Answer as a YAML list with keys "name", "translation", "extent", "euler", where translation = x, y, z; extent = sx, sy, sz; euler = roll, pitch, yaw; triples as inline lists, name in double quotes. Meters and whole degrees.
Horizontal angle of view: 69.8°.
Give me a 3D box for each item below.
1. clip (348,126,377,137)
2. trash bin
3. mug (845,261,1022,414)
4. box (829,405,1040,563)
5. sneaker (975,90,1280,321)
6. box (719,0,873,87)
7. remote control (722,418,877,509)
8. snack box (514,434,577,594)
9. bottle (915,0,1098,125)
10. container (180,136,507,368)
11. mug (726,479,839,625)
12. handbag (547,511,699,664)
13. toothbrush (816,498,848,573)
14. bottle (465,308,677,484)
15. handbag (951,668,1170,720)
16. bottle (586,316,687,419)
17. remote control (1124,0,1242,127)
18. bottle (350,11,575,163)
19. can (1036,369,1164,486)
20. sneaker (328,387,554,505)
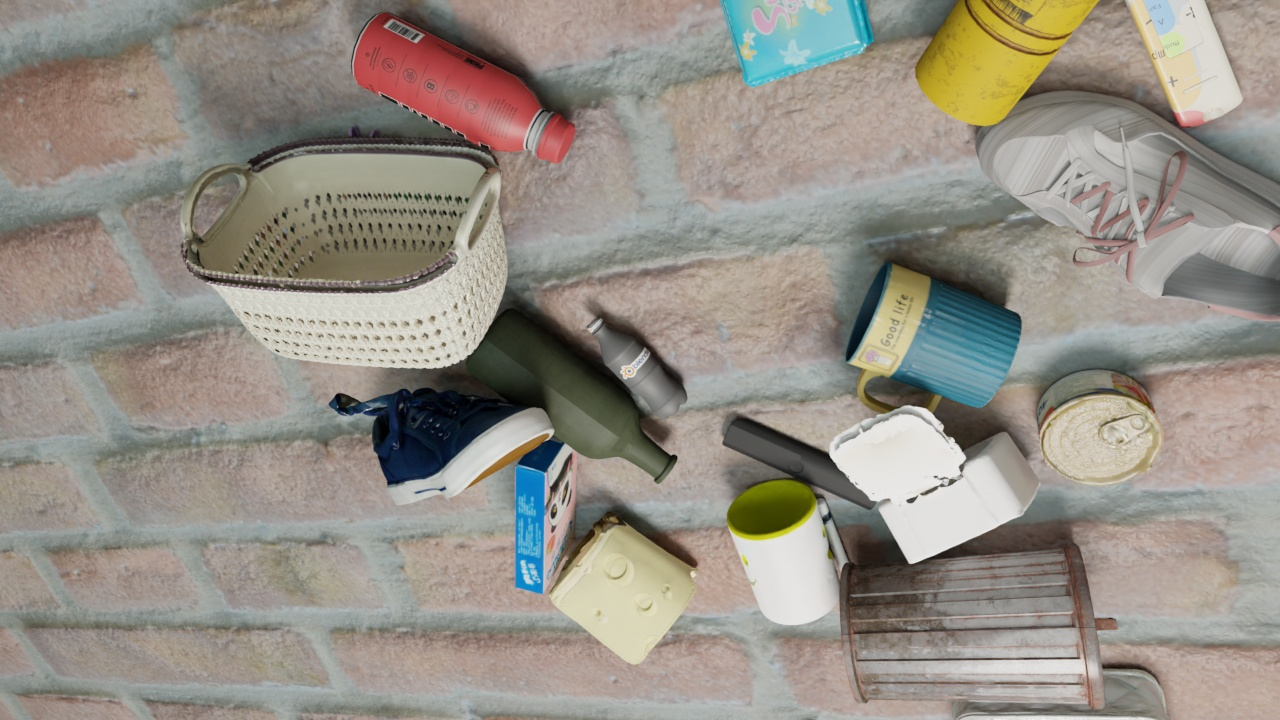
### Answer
- name: "clip"
  translation: [-0.241, -0.180, 0.807]
  extent: [0.033, 0.013, 0.051]
  euler: [11, 124, 14]
- name: "trash bin"
  translation: [0.288, 0.228, 0.784]
  extent: [0.211, 0.130, 0.131]
  euler: [-8, 116, 21]
- name: "mug"
  translation: [0.217, -0.006, 0.706]
  extent: [0.107, 0.083, 0.114]
  euler: [20, 115, 3]
- name: "box"
  translation: [0.232, 0.100, 0.720]
  extent: [0.112, 0.188, 0.101]
  euler: [-37, 58, 30]
- name: "sneaker"
  translation: [0.334, -0.095, 0.604]
  extent: [0.236, 0.089, 0.099]
  euler: [24, 133, 4]
- name: "box"
  translation: [0.082, -0.306, 0.609]
  extent: [0.094, 0.039, 0.227]
  euler: [-11, 113, 26]
- name: "remote control"
  translation: [0.146, 0.093, 0.828]
  extent: [0.147, 0.015, 0.033]
  euler: [24, 124, 5]
- name: "snack box"
  translation: [-0.092, 0.142, 0.895]
  extent: [0.033, 0.087, 0.154]
  euler: [13, 122, 13]
- name: "bottle"
  translation: [0.237, -0.225, 0.549]
  extent: [0.071, 0.070, 0.164]
  euler: [29, 144, 1]
- name: "container"
  translation: [-0.228, -0.089, 0.757]
  extent: [0.252, 0.184, 0.143]
  euler: [4, 140, 13]
- name: "mug"
  translation: [0.132, 0.175, 0.841]
  extent: [0.083, 0.082, 0.106]
  euler: [-9, 116, 23]
- name: "handbag"
  translation: [-0.019, 0.224, 0.922]
  extent: [0.119, 0.081, 0.111]
  euler: [37, 111, -1]
- name: "toothbrush"
  translation: [0.202, 0.207, 0.877]
  extent: [0.017, 0.012, 0.187]
  euler: [-19, 112, 13]
- name: "bottle"
  translation: [-0.057, 0.039, 0.834]
  extent: [0.207, 0.071, 0.072]
  euler: [37, 124, -4]
- name: "handbag"
  translation: [0.397, 0.365, 0.864]
  extent: [0.195, 0.072, 0.139]
  euler: [-11, 115, 24]
- name: "bottle"
  translation: [-0.005, 0.005, 0.816]
  extent: [0.110, 0.036, 0.036]
  euler: [46, 122, -10]
- name: "remote control"
  translation: [0.344, -0.207, 0.586]
  extent: [0.038, 0.018, 0.125]
  euler: [-25, 110, 29]
- name: "bottle"
  translation: [-0.136, -0.209, 0.724]
  extent: [0.176, 0.062, 0.062]
  euler: [27, 124, 3]
- name: "can"
  translation: [0.356, 0.052, 0.715]
  extent: [0.086, 0.043, 0.086]
  euler: [9, 121, 14]
- name: "sneaker"
  translation: [-0.185, 0.057, 0.831]
  extent: [0.295, 0.120, 0.127]
  euler: [-18, 100, 56]
